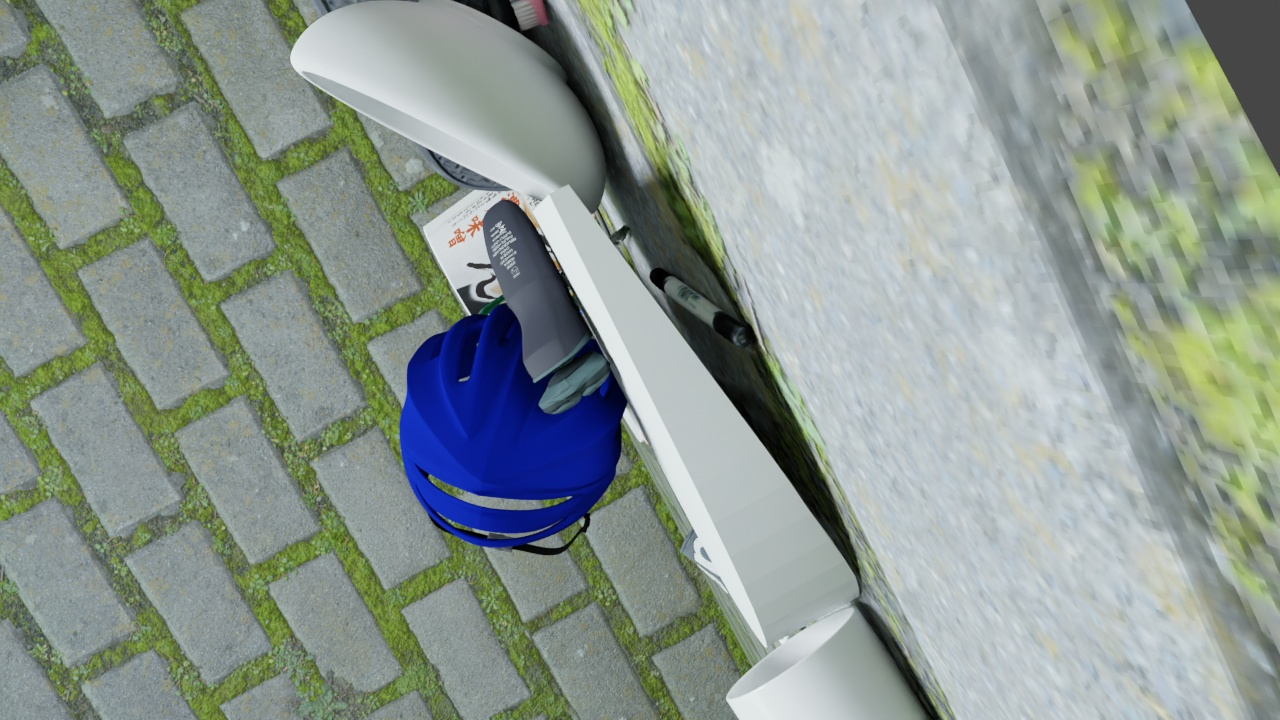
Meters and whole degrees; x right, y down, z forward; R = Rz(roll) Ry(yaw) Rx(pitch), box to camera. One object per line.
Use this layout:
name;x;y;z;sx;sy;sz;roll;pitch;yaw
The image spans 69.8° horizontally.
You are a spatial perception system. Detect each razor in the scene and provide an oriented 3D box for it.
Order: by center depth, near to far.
razor;-0.060;-0.036;0.536;0.052;0.047;0.142;19;-139;-60

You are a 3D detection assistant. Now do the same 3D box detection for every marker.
marker;0.026;-0.029;0.458;0.011;0.011;0.152;63;175;-20

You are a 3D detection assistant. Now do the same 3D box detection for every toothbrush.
toothbrush;-0.070;-0.209;0.414;0.135;0.016;0.021;67;-177;-49

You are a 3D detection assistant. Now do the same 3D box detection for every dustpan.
dustpan;0.029;0.023;0.485;0.258;0.053;0.191;63;175;-10

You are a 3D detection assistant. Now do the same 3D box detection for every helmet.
helmet;-0.091;0.073;0.630;0.241;0.148;0.228;-81;4;-64

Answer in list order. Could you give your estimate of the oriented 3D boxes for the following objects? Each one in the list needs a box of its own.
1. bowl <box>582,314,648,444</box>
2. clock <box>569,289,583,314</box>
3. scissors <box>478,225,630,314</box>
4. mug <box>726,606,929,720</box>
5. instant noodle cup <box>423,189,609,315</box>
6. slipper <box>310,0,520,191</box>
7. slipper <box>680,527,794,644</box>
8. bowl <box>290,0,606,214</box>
bowl;-0.004;0.004;0.739;0.114;0.050;0.115;61;175;9
clock;-0.048;-0.029;0.808;0.125;0.089;0.052;63;-178;-21
scissors;-0.032;-0.060;0.662;0.210;0.137;0.015;-27;74;57
mug;0.108;0.181;0.470;0.087;0.081;0.114;55;-155;11
instant noodle cup;-0.097;-0.096;0.730;0.123;0.121;0.124;61;176;8
slipper;-0.120;-0.212;0.572;0.268;0.111;0.083;69;-158;-62
slipper;0.058;0.146;0.846;0.263;0.063;0.111;63;176;13
bowl;-0.091;-0.146;0.497;0.176;0.066;0.176;26;-177;-2
